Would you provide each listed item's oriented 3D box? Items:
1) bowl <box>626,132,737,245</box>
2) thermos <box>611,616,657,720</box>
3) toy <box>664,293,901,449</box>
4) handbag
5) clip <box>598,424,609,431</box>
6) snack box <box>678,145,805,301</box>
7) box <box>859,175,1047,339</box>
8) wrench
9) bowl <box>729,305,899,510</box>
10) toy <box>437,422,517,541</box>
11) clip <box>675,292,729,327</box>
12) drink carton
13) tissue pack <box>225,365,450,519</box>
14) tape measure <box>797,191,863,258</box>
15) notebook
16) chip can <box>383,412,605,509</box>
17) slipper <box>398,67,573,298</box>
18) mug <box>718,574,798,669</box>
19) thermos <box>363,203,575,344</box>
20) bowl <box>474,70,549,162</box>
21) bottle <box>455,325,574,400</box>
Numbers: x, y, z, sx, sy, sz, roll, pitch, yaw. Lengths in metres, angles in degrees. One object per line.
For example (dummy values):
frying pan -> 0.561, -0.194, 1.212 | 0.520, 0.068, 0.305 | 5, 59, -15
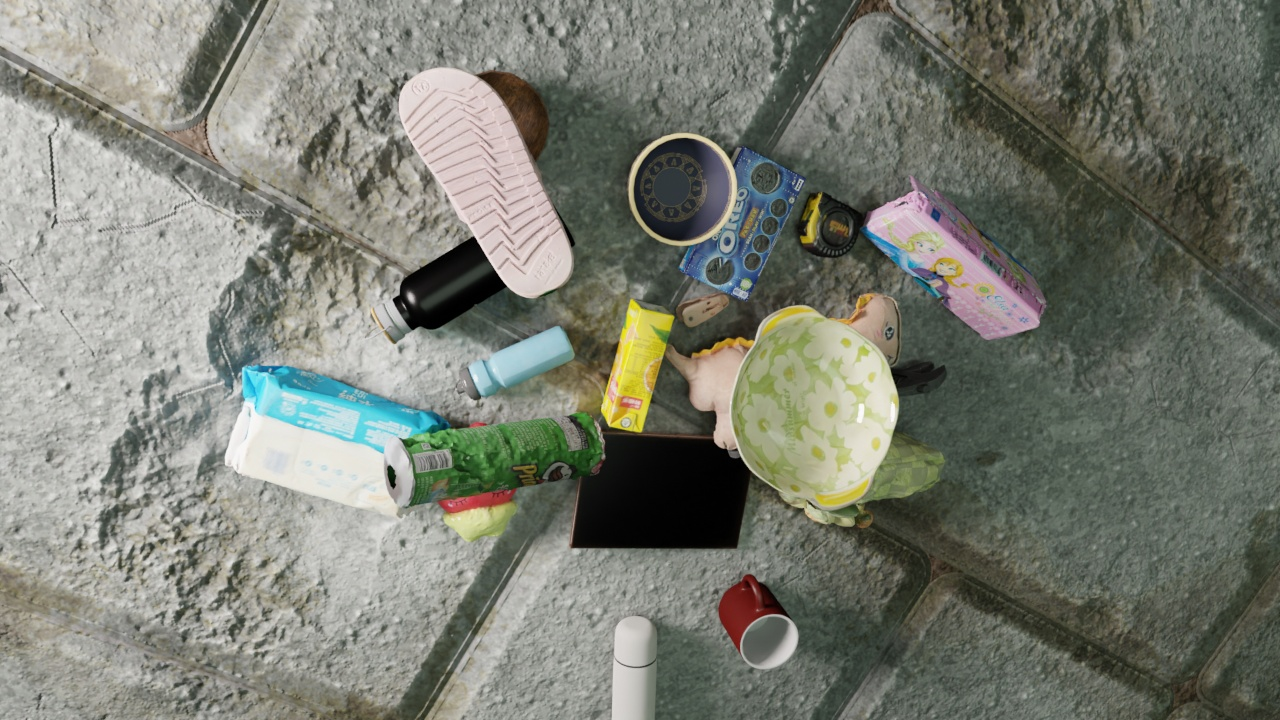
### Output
bowl -> 0.038, -0.179, 0.955 | 0.112, 0.061, 0.112 | -3, 105, -11
thermos -> -0.008, 0.418, 1.115 | 0.052, 0.052, 0.224 | -2, 106, -13
toy -> 0.172, -0.012, 1.034 | 0.264, 0.065, 0.196 | -37, 114, -3
handbag -> 0.253, 0.140, 1.072 | 0.186, 0.113, 0.117 | -1, 112, -14
clip -> -0.057, 0.095, 1.036 | 0.053, 0.013, 0.036 | -44, 111, -1
snack box -> 0.110, -0.149, 0.999 | 0.082, 0.027, 0.150 | 22, 99, -18
box -> 0.369, -0.128, 1.054 | 0.230, 0.085, 0.096 | 35, 63, -19
wrench -> 0.229, 0.058, 1.066 | 0.273, 0.073, 0.018 | -22, 109, -4
bowl -> 0.177, 0.050, 0.981 | 0.188, 0.060, 0.219 | -20, 94, -12
toy -> -0.179, 0.132, 0.999 | 0.091, 0.045, 0.135 | -8, 105, -15
clip -> 0.071, -0.057, 1.009 | 0.061, 0.043, 0.025 | -23, 111, -1
drink carton -> -0.006, 0.006, 0.998 | 0.043, 0.058, 0.135 | 12, 102, -14
tissue pack -> -0.313, 0.082, 0.942 | 0.209, 0.066, 0.117 | 18, 101, -17
tape measure -> 0.209, -0.146, 1.021 | 0.067, 0.038, 0.062 | 21, 91, -21
notebook -> 0.028, 0.153, 1.066 | 0.209, 0.008, 0.141 | 4, 104, -19
chip can -> -0.148, 0.100, 0.942 | 0.222, 0.075, 0.075 | -6, 107, -35
slipper -> -0.141, -0.170, 0.883 | 0.094, 0.064, 0.239 | -30, 93, -2
mug -> 0.138, 0.302, 1.102 | 0.073, 0.082, 0.106 | -14, 108, -10
thermos -> -0.180, -0.083, 0.930 | 0.231, 0.061, 0.061 | -32, 110, -3
bowl -> -0.147, -0.230, 0.916 | 0.102, 0.026, 0.114 | 33, 96, -19
bottle -> -0.136, 0.006, 0.976 | 0.130, 0.040, 0.040 | -24, 109, -6
